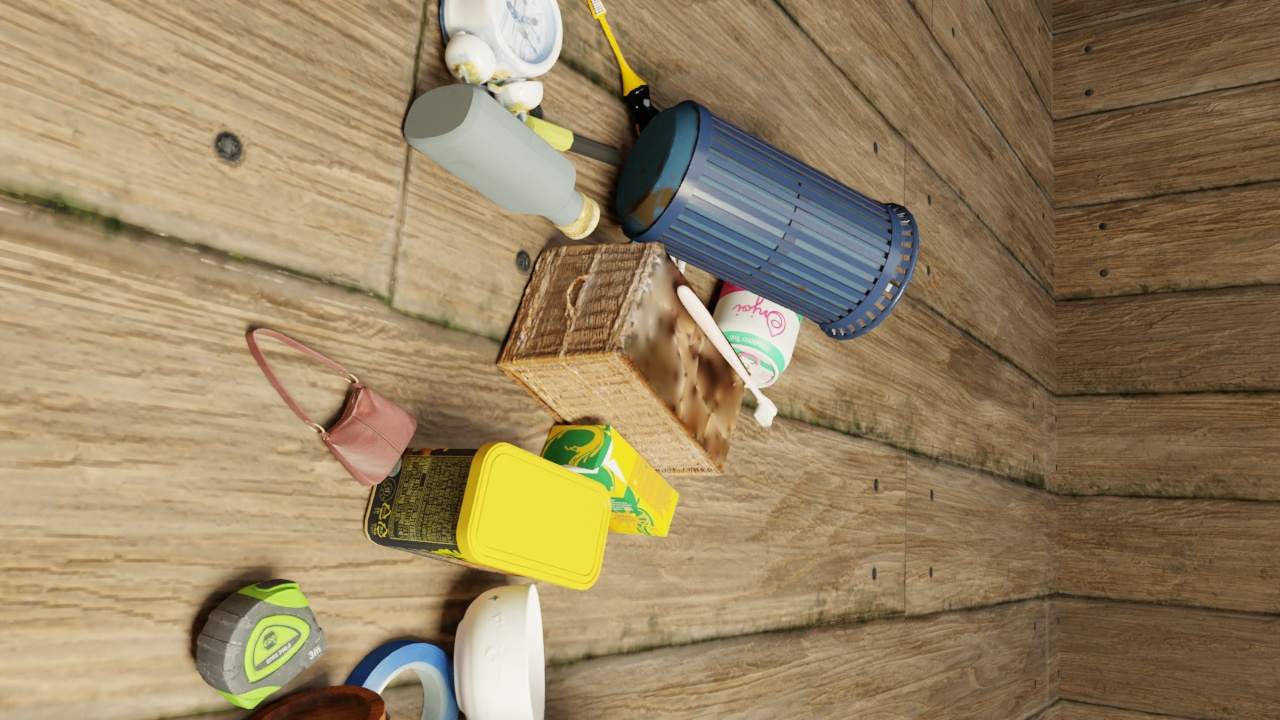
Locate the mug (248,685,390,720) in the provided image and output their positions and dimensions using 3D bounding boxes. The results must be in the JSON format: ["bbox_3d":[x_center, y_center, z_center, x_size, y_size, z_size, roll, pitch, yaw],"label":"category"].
[{"bbox_3d":[-0.191,0.256,0.505,0.117,0.082,0.111,-11,101,-30],"label":"mug"}]

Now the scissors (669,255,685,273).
[{"bbox_3d":[0.053,-0.138,0.924,0.125,0.011,0.128,40,56,-45],"label":"scissors"}]

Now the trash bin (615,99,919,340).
[{"bbox_3d":[0.109,-0.126,0.828,0.249,0.140,0.139,21,68,-24],"label":"trash bin"}]

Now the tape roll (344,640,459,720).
[{"bbox_3d":[-0.157,0.230,0.594,0.091,0.016,0.093,26,67,-51],"label":"tape roll"}]

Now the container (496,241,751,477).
[{"bbox_3d":[-0.004,0.004,0.746,0.198,0.113,0.113,49,50,-43],"label":"container"}]

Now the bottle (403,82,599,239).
[{"bbox_3d":[-0.090,-0.138,0.670,0.161,0.072,0.046,31,68,-50],"label":"bottle"}]

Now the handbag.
[{"bbox_3d":[-0.192,0.022,0.558,0.119,0.029,0.055,50,51,-33],"label":"handbag"}]

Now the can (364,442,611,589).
[{"bbox_3d":[-0.100,0.103,0.611,0.130,0.101,0.072,32,62,-49],"label":"can"}]

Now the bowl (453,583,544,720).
[{"bbox_3d":[-0.097,0.208,0.629,0.105,0.054,0.105,164,-79,-89],"label":"bowl"}]

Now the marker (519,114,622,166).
[{"bbox_3d":[-0.057,-0.180,0.768,0.123,0.017,0.021,2,119,-56],"label":"marker"}]

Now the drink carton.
[{"bbox_3d":[-0.023,0.102,0.758,0.122,0.058,0.041,49,50,-41],"label":"drink carton"}]

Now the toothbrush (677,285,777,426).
[{"bbox_3d":[0.071,-0.001,0.740,0.181,0.016,0.018,51,54,-42],"label":"toothbrush"}]

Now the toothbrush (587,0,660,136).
[{"bbox_3d":[-0.004,-0.245,0.840,0.197,0.031,0.031,62,-3,-24],"label":"toothbrush"}]

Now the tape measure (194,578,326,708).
[{"bbox_3d":[-0.213,0.154,0.507,0.065,0.036,0.059,-34,124,-54],"label":"tape measure"}]

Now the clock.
[{"bbox_3d":[-0.103,-0.235,0.679,0.088,0.052,0.125,20,74,-54],"label":"clock"}]

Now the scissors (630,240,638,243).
[{"bbox_3d":[-0.015,-0.094,0.829,0.136,0.015,0.056,-11,95,-48],"label":"scissors"}]

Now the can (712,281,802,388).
[{"bbox_3d":[0.127,-0.059,0.956,0.088,0.088,0.165,50,49,-40],"label":"can"}]
